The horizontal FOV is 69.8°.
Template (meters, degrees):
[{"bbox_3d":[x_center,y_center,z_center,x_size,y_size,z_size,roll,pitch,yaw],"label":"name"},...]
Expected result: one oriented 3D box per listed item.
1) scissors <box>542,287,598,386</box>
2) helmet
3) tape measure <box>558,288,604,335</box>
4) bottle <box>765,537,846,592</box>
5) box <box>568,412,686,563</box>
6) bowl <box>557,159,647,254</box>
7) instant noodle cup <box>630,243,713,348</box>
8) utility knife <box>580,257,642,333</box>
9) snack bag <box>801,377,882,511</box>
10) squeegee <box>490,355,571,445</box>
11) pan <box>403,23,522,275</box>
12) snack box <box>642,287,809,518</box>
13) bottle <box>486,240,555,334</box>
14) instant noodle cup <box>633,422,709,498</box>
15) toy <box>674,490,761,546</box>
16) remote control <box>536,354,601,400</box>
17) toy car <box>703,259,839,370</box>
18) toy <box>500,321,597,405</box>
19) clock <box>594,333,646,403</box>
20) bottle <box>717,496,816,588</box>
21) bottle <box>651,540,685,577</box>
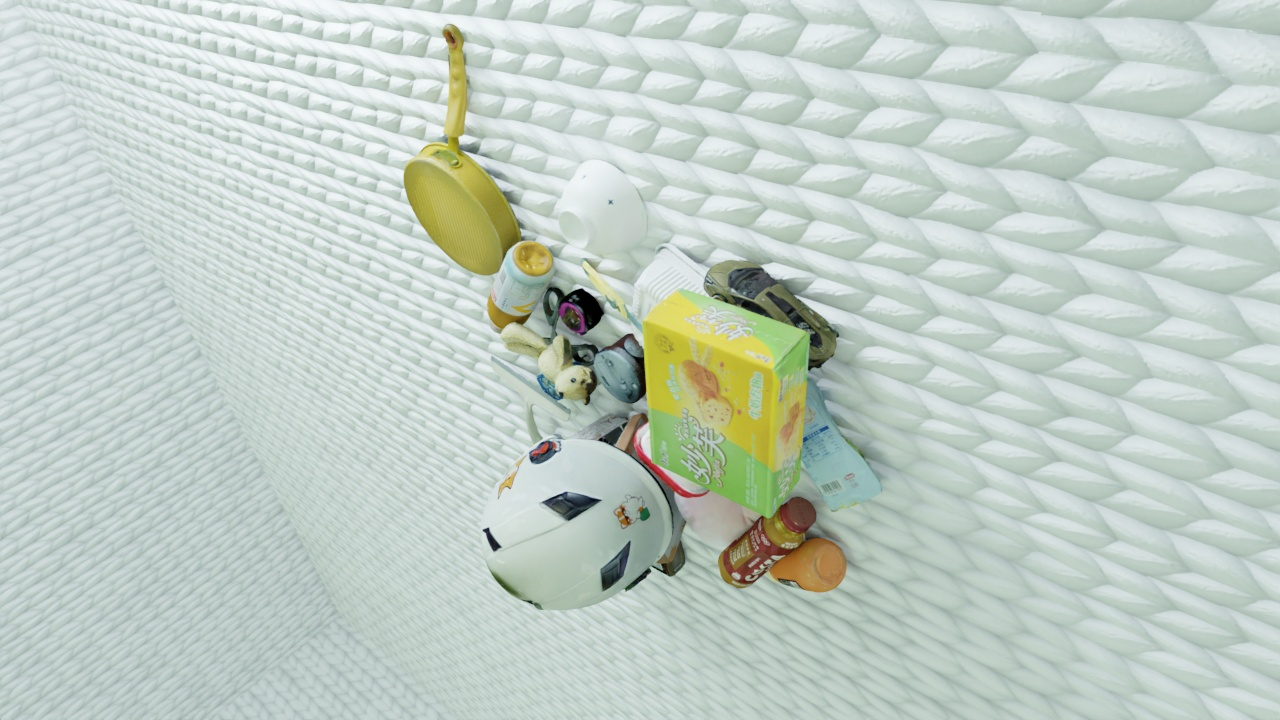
[{"bbox_3d":[-0.118,-0.023,1.307,0.159,0.014,0.180,37,137,28],"label":"scissors"},{"bbox_3d":[-0.104,0.228,1.176,0.275,0.156,0.230,-22,106,44],"label":"helmet"},{"bbox_3d":[-0.082,-0.064,1.221,0.057,0.039,0.058,51,147,1],"label":"tape measure"},{"bbox_3d":[0.202,0.264,1.179,0.067,0.066,0.150,53,154,-3],"label":"bottle"},{"bbox_3d":[-0.012,0.183,1.274,0.182,0.151,0.174,62,164,-17],"label":"box"},{"bbox_3d":[-0.057,-0.167,1.071,0.118,0.064,0.118,32,142,29],"label":"bowl"},{"bbox_3d":[0.053,-0.035,1.049,0.173,0.060,0.138,44,147,30],"label":"instant noodle cup"},{"bbox_3d":[-0.031,-0.076,1.103,0.216,0.022,0.031,42,159,53],"label":"utility knife"},{"bbox_3d":[0.188,0.079,1.033,0.191,0.038,0.110,56,156,2],"label":"snack bag"},{"bbox_3d":[-0.151,0.135,1.478,0.247,0.039,0.247,29,148,48],"label":"squeegee"},{"bbox_3d":[-0.240,-0.267,1.216,0.198,0.078,0.358,30,148,25],"label":"pan"},{"bbox_3d":[0.088,0.045,0.955,0.158,0.069,0.210,22,135,29],"label":"snack box"},{"bbox_3d":[-0.173,-0.094,1.277,0.068,0.067,0.190,48,147,6],"label":"bottle"},{"bbox_3d":[0.073,0.085,1.124,0.116,0.116,0.124,42,134,14],"label":"instant noodle cup"},{"bbox_3d":[0.117,0.191,1.213,0.160,0.054,0.121,-25,106,45],"label":"toy"},{"bbox_3d":[-0.106,0.027,1.351,0.125,0.024,0.049,-19,106,51],"label":"remote control"},{"bbox_3d":[0.133,-0.051,0.948,0.158,0.070,0.042,41,145,15],"label":"toy car"},{"bbox_3d":[-0.127,0.001,1.265,0.157,0.066,0.105,34,142,19],"label":"toy"},{"bbox_3d":[-0.007,0.007,1.186,0.122,0.055,0.082,-19,106,55],"label":"clock"},{"bbox_3d":[0.159,0.227,1.150,0.057,0.057,0.175,45,138,10],"label":"bottle"},{"bbox_3d":[-0.015,0.278,1.467,0.195,0.043,0.080,19,134,41],"label":"bottle"}]
